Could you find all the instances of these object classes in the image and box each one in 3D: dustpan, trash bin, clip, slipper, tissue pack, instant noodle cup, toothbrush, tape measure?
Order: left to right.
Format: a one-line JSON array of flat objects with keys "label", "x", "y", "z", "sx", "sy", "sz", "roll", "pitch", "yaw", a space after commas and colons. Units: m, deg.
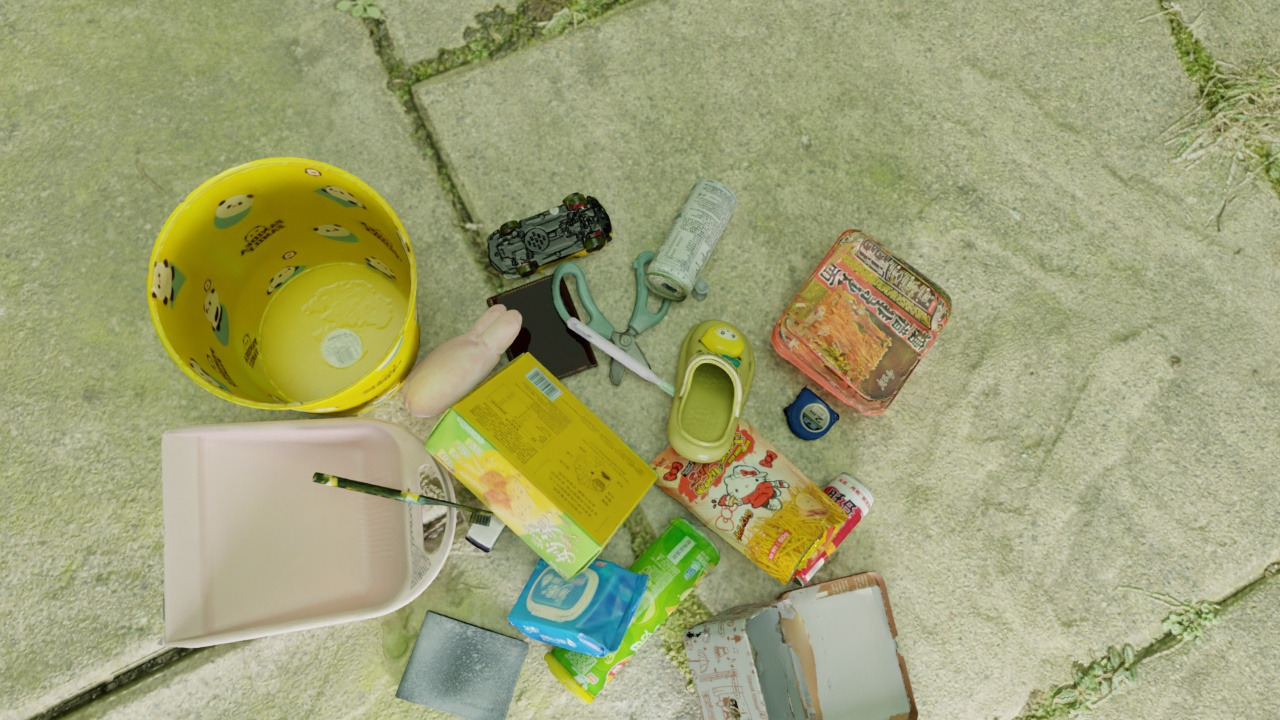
[{"label": "dustpan", "x": -0.339, "y": 0.160, "z": 0.928, "sx": 0.272, "sy": 0.139, "sz": 0.222, "roll": -3, "pitch": 80, "yaw": -32}, {"label": "trash bin", "x": -0.331, "y": -0.049, "z": 0.930, "sx": 0.229, "sy": 0.255, "sz": 0.229, "roll": 1, "pitch": 80, "yaw": -7}, {"label": "toothbrush", "x": -0.240, "y": 0.140, "z": 0.926, "sx": 0.186, "sy": 0.012, "sz": 0.017, "roll": 13, "pitch": 90, "yaw": 0}, {"label": "tape measure", "x": -0.163, "y": 0.176, "z": 1.006, "sx": 0.033, "sy": 0.066, "sz": 0.065, "roll": 31, "pitch": 77, "yaw": 1}, {"label": "tissue pack", "x": -0.068, "y": 0.253, "z": 0.966, "sx": 0.052, "sy": 0.157, "sz": 0.094, "roll": 53, "pitch": 52, "yaw": -35}, {"label": "toothbrush", "x": -0.006, "y": 0.006, "z": 1.063, "sx": 0.189, "sy": 0.021, "sz": 0.029, "roll": 35, "pitch": 82, "yaw": -10}, {"label": "clip", "x": 0.062, "y": -0.099, "z": 1.111, "sx": 0.024, "sy": 0.030, "sz": 0.057, "roll": -35, "pitch": 75, "yaw": -14}, {"label": "slipper", "x": 0.086, "y": 0.024, "z": 1.036, "sx": 0.091, "sy": 0.082, "sz": 0.190, "roll": 19, "pitch": 56, "yaw": -4}, {"label": "tape measure", "x": 0.201, "y": 0.067, "z": 1.091, "sx": 0.058, "sy": 0.025, "sz": 0.054, "roll": 41, "pitch": 79, "yaw": 6}, {"label": "instant noodle cup", "x": 0.257, "y": -0.040, "z": 1.090, "sx": 0.164, "sy": 0.079, "sz": 0.188, "roll": 38, "pitch": 76, "yaw": 1}]

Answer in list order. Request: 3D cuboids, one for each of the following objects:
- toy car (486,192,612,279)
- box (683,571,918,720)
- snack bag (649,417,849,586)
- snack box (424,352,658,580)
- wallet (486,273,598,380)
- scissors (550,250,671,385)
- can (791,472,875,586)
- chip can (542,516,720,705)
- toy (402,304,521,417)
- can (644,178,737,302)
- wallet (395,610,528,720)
[{"label": "toy car", "x": -0.108, "y": -0.145, "z": 1.085, "sx": 0.155, "sy": 0.041, "sz": 0.071, "roll": -23, "pitch": 83, "yaw": -12}, {"label": "box", "x": 0.175, "y": 0.346, "z": 1.003, "sx": 0.273, "sy": 0.124, "sz": 0.178, "roll": -6, "pitch": 79, "yaw": -36}, {"label": "snack bag", "x": 0.119, "y": 0.146, "z": 1.026, "sx": 0.128, "sy": 0.073, "sz": 0.208, "roll": -44, "pitch": 63, "yaw": -12}, {"label": "snack box", "x": -0.101, "y": 0.108, "z": 0.981, "sx": 0.210, "sy": 0.070, "sz": 0.157, "roll": 43, "pitch": 33, "yaw": 2}, {"label": "wallet", "x": -0.116, "y": -0.033, "z": 1.075, "sx": 0.096, "sy": 0.020, "sz": 0.122, "roll": -21, "pitch": 83, "yaw": -6}, {"label": "scissors", "x": -0.040, "y": -0.059, "z": 1.078, "sx": 0.179, "sy": 0.019, "sz": 0.172, "roll": 16, "pitch": 78, "yaw": -16}, {"label": "can", "x": 0.209, "y": 0.192, "z": 1.054, "sx": 0.053, "sy": 0.053, "sz": 0.132, "roll": 44, "pitch": 78, "yaw": 2}, {"label": "chip can", "x": -0.006, "y": 0.269, "z": 1.005, "sx": 0.072, "sy": 0.073, "sz": 0.221, "roll": 44, "pitch": 78, "yaw": 3}, {"label": "toy", "x": -0.196, "y": 0.001, "z": 1.010, "sx": 0.159, "sy": 0.121, "sz": 0.054, "roll": -44, "pitch": 117, "yaw": -10}, {"label": "can", "x": 0.060, "y": -0.143, "z": 1.087, "sx": 0.058, "sy": 0.058, "sz": 0.146, "roll": 28, "pitch": 70, "yaw": -1}, {"label": "wallet", "x": -0.192, "y": 0.337, "z": 0.999, "sx": 0.121, "sy": 0.019, "sz": 0.097, "roll": 20, "pitch": 80, "yaw": -4}]
